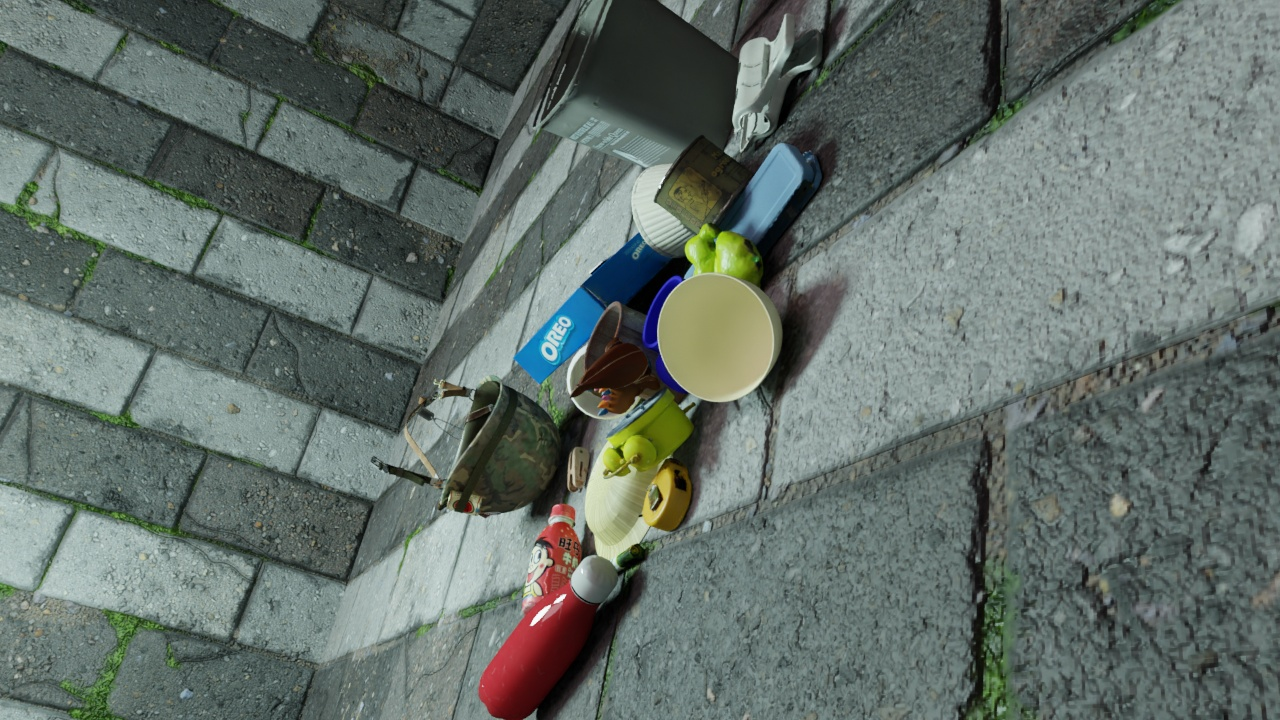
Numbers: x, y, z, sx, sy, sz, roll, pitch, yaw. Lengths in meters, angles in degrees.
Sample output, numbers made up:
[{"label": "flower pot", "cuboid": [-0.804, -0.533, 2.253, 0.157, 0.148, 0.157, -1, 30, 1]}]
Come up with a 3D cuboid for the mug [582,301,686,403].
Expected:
[{"label": "mug", "cuboid": [-0.006, 0.006, 1.030, 0.123, 0.110, 0.096, -52, 19, 37]}]

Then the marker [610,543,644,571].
[{"label": "marker", "cuboid": [-0.037, 0.229, 0.999, 0.147, 0.017, 0.017, -44, 30, 49]}]

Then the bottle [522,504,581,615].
[{"label": "bottle", "cuboid": [-0.101, 0.237, 1.090, 0.062, 0.062, 0.137, -46, 29, 46]}]

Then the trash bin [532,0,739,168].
[{"label": "trash bin", "cuboid": [0.005, -0.365, 1.234, 0.198, 0.220, 0.197, -5, 64, 68]}]

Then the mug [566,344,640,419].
[{"label": "mug", "cuboid": [-0.038, 0.011, 1.107, 0.068, 0.094, 0.115, -93, 20, -84]}]

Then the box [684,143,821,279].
[{"label": "box", "cuboid": [0.123, -0.131, 0.975, 0.210, 0.052, 0.067, -55, 45, 36]}]

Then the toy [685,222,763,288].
[{"label": "toy", "cuboid": [0.088, -0.100, 0.948, 0.094, 0.036, 0.094, -20, 88, 49]}]

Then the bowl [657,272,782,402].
[{"label": "bowl", "cuboid": [0.085, -0.026, 0.857, 0.073, 0.118, 0.118, -18, -34, -56]}]

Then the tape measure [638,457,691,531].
[{"label": "tape measure", "cuboid": [0.024, 0.140, 0.916, 0.068, 0.030, 0.058, -61, 18, 19]}]

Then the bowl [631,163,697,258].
[{"label": "bowl", "cuboid": [0.053, -0.185, 1.093, 0.063, 0.115, 0.115, -12, 56, 49]}]

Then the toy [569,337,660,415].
[{"label": "toy", "cuboid": [-0.033, 0.029, 0.934, 0.070, 0.102, 0.090, 47, 147, 24]}]

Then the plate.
[{"label": "plate", "cuboid": [-0.025, 0.135, 1.039, 0.185, 0.036, 0.184, -53, 24, 35]}]

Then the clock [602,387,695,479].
[{"label": "clock", "cuboid": [0.002, 0.079, 0.939, 0.118, 0.057, 0.083, -41, 4, -33]}]

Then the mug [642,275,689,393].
[{"label": "mug", "cuboid": [0.054, -0.019, 0.930, 0.079, 0.083, 0.111, -27, 44, 61]}]

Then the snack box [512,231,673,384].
[{"label": "snack box", "cuboid": [-0.048, -0.083, 1.190, 0.195, 0.056, 0.240, -47, 4, -35]}]

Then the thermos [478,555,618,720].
[{"label": "thermos", "cuboid": [-0.096, 0.298, 0.994, 0.240, 0.073, 0.073, -56, 22, 28]}]

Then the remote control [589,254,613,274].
[{"label": "remote control", "cuboid": [-0.042, -0.146, 1.351, 0.028, 0.012, 0.124, -40, 1, 24]}]

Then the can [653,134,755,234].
[{"label": "can", "cuboid": [0.069, -0.188, 0.999, 0.090, 0.074, 0.090, -52, -4, -5]}]

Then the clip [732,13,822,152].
[{"label": "clip", "cuboid": [0.143, -0.333, 1.066, 0.151, 0.089, 0.125, 124, 158, -56]}]

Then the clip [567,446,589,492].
[{"label": "clip", "cuboid": [-0.083, 0.145, 1.206, 0.049, 0.026, 0.061, -63, 27, 23]}]

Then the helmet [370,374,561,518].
[{"label": "helmet", "cuboid": [-0.239, 0.124, 1.304, 0.225, 0.236, 0.192, -40, 26, 33]}]
